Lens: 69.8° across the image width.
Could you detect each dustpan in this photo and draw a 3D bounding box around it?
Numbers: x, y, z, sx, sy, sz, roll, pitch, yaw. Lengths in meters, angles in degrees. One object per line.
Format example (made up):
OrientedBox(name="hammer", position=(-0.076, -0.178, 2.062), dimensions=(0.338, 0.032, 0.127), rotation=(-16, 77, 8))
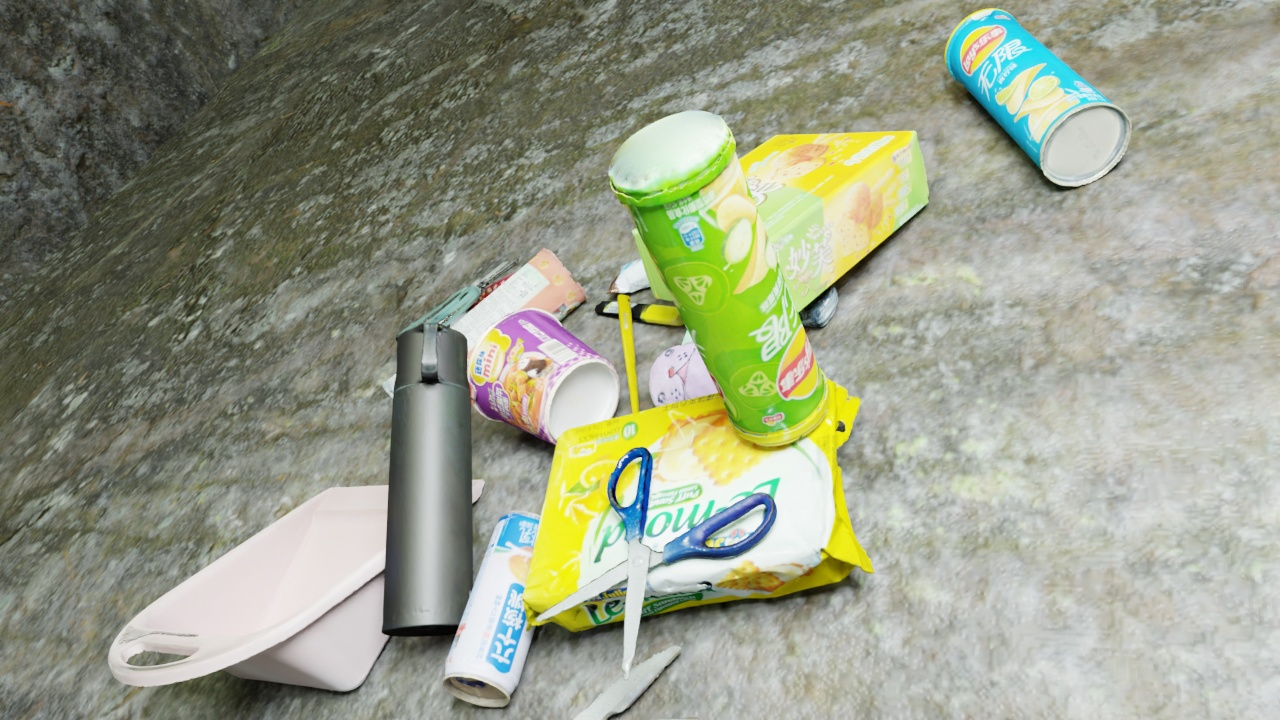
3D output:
OrientedBox(name="dustpan", position=(-0.293, 0.169, 0.770), dimensions=(0.223, 0.139, 0.272), rotation=(-10, 44, 31))

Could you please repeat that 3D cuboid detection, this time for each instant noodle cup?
OrientedBox(name="instant noodle cup", position=(-0.079, 0.021, 0.802), dimensions=(0.099, 0.111, 0.111), rotation=(28, 68, 40))

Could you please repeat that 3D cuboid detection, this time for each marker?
OrientedBox(name="marker", position=(-0.002, -0.046, 0.887), dimensions=(0.124, 0.015, 0.018), rotation=(10, 61, 48))

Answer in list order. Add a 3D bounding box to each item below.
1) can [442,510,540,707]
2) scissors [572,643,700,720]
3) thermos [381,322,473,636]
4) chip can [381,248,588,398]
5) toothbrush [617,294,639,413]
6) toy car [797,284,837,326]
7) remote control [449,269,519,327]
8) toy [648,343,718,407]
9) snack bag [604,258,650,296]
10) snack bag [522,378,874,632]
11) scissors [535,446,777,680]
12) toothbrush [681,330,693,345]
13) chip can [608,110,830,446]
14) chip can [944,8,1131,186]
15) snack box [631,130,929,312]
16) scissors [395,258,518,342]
OrientedBox(name="can", position=(-0.100, 0.181, 0.676), dimensions=(0.053, 0.053, 0.134), rotation=(-12, 42, 28))
OrientedBox(name="scissors", position=(-0.065, 0.262, 0.592), dimensions=(0.189, 0.015, 0.225), rotation=(8, 53, 43))
OrientedBox(name="thermos", position=(-0.169, 0.089, 0.726), dimensions=(0.068, 0.090, 0.242), rotation=(-3, 69, -6))
OrientedBox(name="chip can", position=(-0.156, -0.021, 0.930), dimensions=(0.214, 0.071, 0.071), rotation=(-42, 37, -9))
OrientedBox(name="toothbrush", position=(-0.005, 0.005, 0.819), dimensions=(0.017, 0.016, 0.189), rotation=(-20, 43, 11))
OrientedBox(name="toy car", position=(0.124, -0.051, 0.774), dimensions=(0.091, 0.034, 0.042), rotation=(12, 60, 46))
OrientedBox(name="remote control", position=(-0.154, -0.072, 1.029), dimensions=(0.136, 0.020, 0.055), rotation=(-25, 38, 14))
OrientedBox(name="toy", position=(0.051, 0.018, 0.752), dimensions=(0.108, 0.039, 0.083), rotation=(3, 72, 38))
OrientedBox(name="snack bag", position=(0.012, -0.091, 0.914), dimensions=(0.104, 0.026, 0.048), rotation=(-16, 28, 24))
OrientedBox(name="snack bag", position=(0.036, 0.102, 0.644), dimensions=(0.247, 0.068, 0.157), rotation=(-16, 41, 23))
OrientedBox(name="scissors", position=(0.009, 0.119, 0.580), dimensions=(0.163, 0.012, 0.172), rotation=(-16, 41, 21))
OrientedBox(name="toothbrush", position=(0.076, -0.085, 0.856), dimensions=(0.027, 0.026, 0.223), rotation=(-42, 21, 49))
OrientedBox(name="chip can", position=(0.053, -0.043, 0.555), dimensions=(0.073, 0.221, 0.072), rotation=(-18, 39, 15))
OrientedBox(name="chip can", position=(0.330, -0.229, 0.778), dimensions=(0.071, 0.071, 0.209), rotation=(-25, 37, 13))
OrientedBox(name="snack box", position=(0.121, -0.123, 0.784), dimensions=(0.209, 0.070, 0.158), rotation=(-37, 32, -29))
OrientedBox(name="scissors", position=(-0.212, -0.054, 0.997), dimensions=(0.182, 0.019, 0.169), rotation=(-23, 20, 44))
